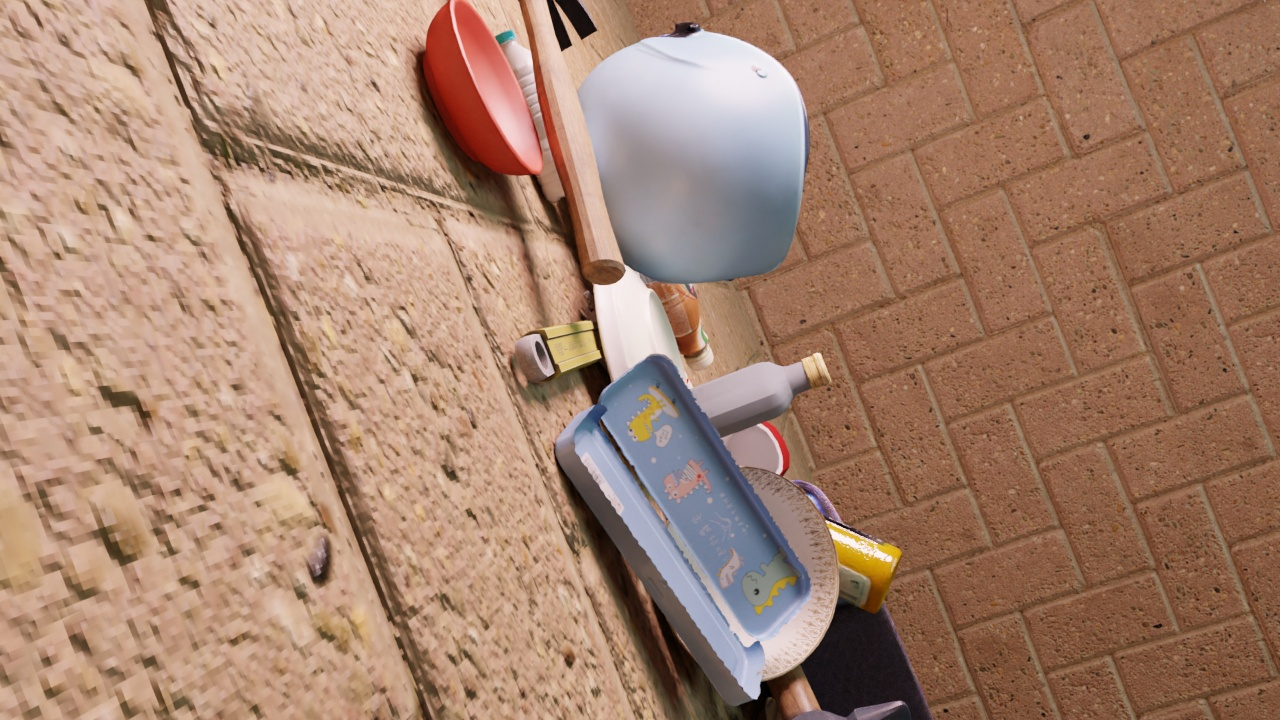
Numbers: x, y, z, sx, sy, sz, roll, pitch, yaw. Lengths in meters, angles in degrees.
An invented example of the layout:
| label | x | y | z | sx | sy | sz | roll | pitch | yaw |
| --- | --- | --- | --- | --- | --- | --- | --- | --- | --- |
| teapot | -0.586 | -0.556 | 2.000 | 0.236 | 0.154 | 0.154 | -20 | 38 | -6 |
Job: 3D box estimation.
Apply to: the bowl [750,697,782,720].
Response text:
| label | x | y | z | sx | sy | sz | roll | pitch | yaw |
| --- | --- | --- | --- | --- | --- | --- | --- | --- | --- |
| bowl | 0.101 | 0.316 | 0.681 | 0.119 | 0.032 | 0.119 | -21 | 90 | -79 |

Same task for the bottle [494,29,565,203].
| label | x | y | z | sx | sy | sz | roll | pitch | yaw |
| --- | --- | --- | --- | --- | --- | --- | --- | --- | --- |
| bottle | -0.083 | -0.197 | 0.741 | 0.044 | 0.044 | 0.136 | -75 | 142 | -72 |

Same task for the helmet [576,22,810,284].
| label | x | y | z | sx | sy | sz | roll | pitch | yaw |
| --- | --- | --- | --- | --- | --- | --- | --- | --- | --- |
| helmet | 0.019 | -0.183 | 0.822 | 0.265 | 0.166 | 0.226 | 41 | -47 | 48 |

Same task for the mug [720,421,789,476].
| label | x | y | z | sx | sy | sz | roll | pitch | yaw |
| --- | --- | --- | --- | --- | --- | --- | --- | --- | --- |
| mug | 0.129 | 0.102 | 1.122 | 0.116 | 0.080 | 0.096 | 63 | 10 | 10 |

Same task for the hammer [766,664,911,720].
| label | x | y | z | sx | sy | sz | roll | pitch | yaw |
| --- | --- | --- | --- | --- | --- | --- | --- | --- | --- |
| hammer | 0.090 | 0.192 | 0.725 | 0.321 | 0.129 | 0.040 | -113 | -178 | -61 |

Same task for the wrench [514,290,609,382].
| label | x | y | z | sx | sy | sz | roll | pitch | yaw |
| --- | --- | --- | --- | --- | --- | --- | --- | --- | --- |
| wrench | -0.041 | -0.008 | 0.649 | 0.273 | 0.018 | 0.083 | -31 | 101 | -79 |

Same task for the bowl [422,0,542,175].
| label | x | y | z | sx | sy | sz | roll | pitch | yaw |
| --- | --- | --- | --- | --- | --- | --- | --- | --- | --- |
| bowl | -0.106 | -0.172 | 0.599 | 0.122 | 0.035 | 0.122 | -21 | 90 | -79 |

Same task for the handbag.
| label | x | y | z | sx | sy | sz | roll | pitch | yaw |
| --- | --- | --- | --- | --- | --- | --- | --- | --- | --- |
| handbag | 0.155 | 0.236 | 0.838 | 0.222 | 0.125 | 0.205 | -113 | 177 | -68 |

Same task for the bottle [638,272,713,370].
| label | x | y | z | sx | sy | sz | roll | pitch | yaw |
| --- | --- | --- | --- | --- | --- | --- | --- | --- | --- |
| bottle | 0.039 | -0.059 | 1.037 | 0.059 | 0.059 | 0.167 | -95 | 161 | -55 |

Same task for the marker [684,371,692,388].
| label | x | y | z | sx | sy | sz | roll | pitch | yaw |
| --- | --- | --- | --- | --- | --- | --- | --- | --- | --- |
| marker | 0.061 | 0.056 | 1.026 | 0.019 | 0.019 | 0.146 | -94 | 160 | -57 |

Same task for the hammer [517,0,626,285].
| label | x | y | z | sx | sy | sz | roll | pitch | yaw |
| --- | --- | --- | --- | --- | --- | --- | --- | --- | --- |
| hammer | -0.058 | -0.191 | 0.667 | 0.132 | 0.040 | 0.305 | 28 | 43 | -60 |

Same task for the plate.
| label | x | y | z | sx | sy | sz | roll | pitch | yaw |
| --- | --- | --- | --- | --- | --- | --- | --- | --- | --- |
| plate | 0.008 | 0.002 | 0.738 | 0.182 | 0.034 | 0.182 | -15 | 89 | -80 |

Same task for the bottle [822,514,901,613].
| label | x | y | z | sx | sy | sz | roll | pitch | yaw |
| --- | --- | --- | --- | --- | --- | --- | --- | --- | --- |
| bottle | 0.108 | 0.135 | 0.724 | 0.053 | 0.186 | 0.053 | -49 | 152 | -39 |

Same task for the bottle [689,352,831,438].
| label | x | y | z | sx | sy | sz | roll | pitch | yaw |
| --- | --- | --- | --- | --- | --- | --- | --- | --- | --- |
| bottle | 0.116 | 0.036 | 0.954 | 0.072 | 0.161 | 0.046 | -92 | 157 | -60 |

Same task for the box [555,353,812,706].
| label | x | y | z | sx | sy | sz | roll | pitch | yaw |
| --- | --- | --- | --- | --- | --- | --- | --- | --- | --- |
| box | 0.031 | 0.108 | 0.592 | 0.209 | 0.039 | 0.126 | 57 | 42 | -10 |

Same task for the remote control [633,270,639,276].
| label | x | y | z | sx | sy | sz | roll | pitch | yaw |
| --- | --- | --- | --- | --- | --- | --- | --- | --- | --- |
| remote control | 0.002 | -0.042 | 0.935 | 0.130 | 0.012 | 0.033 | -100 | 179 | -47 |

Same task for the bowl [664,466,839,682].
| label | x | y | z | sx | sy | sz | roll | pitch | yaw |
| --- | --- | --- | --- | --- | --- | --- | --- | --- | --- |
| bowl | 0.066 | 0.153 | 0.663 | 0.063 | 0.145 | 0.145 | -27 | -97 | 64 |
